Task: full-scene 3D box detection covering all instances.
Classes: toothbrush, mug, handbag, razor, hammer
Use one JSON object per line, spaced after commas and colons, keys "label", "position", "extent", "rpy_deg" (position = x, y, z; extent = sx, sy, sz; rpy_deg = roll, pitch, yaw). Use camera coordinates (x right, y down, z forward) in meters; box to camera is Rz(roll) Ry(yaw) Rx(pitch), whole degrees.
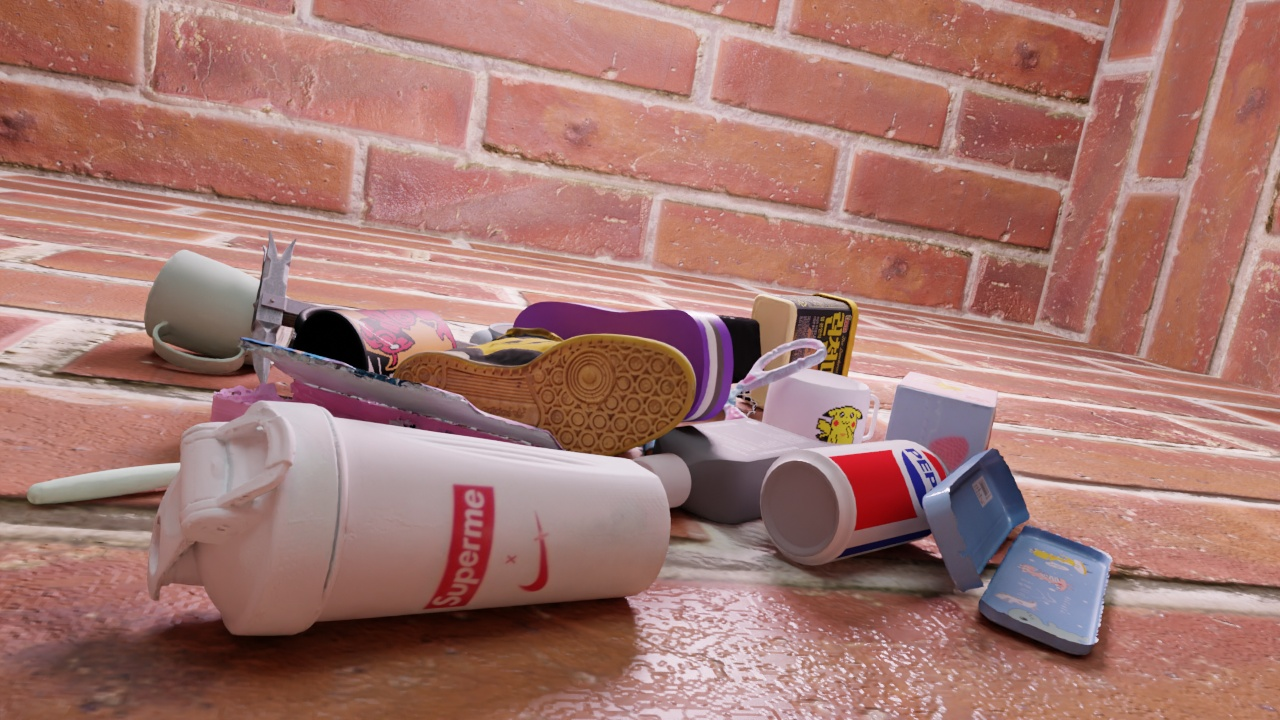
{"label": "toothbrush", "position": [-0.253, 0.064, 0.512], "extent": [0.022, 0.015, 0.154], "rpy_deg": [-21, -12, 39]}
{"label": "mug", "position": [-0.221, -0.009, 0.730], "extent": [0.118, 0.082, 0.098], "rpy_deg": [35, 20, 24]}
{"label": "mug", "position": [0.173, 0.050, 0.859], "extent": [0.115, 0.068, 0.094], "rpy_deg": [6, 11, -21]}
{"label": "handbag", "position": [0.043, 0.013, 0.975], "extent": [0.153, 0.114, 0.125], "rpy_deg": [-2, -8, -38]}
{"label": "razor", "position": [0.006, 0.059, 0.791], "extent": [0.042, 0.022, 0.144], "rpy_deg": [-27, 15, 3]}
{"label": "hammer", "position": [-0.186, -0.008, 0.833], "extent": [0.316, 0.146, 0.028], "rpy_deg": [14, -36, -28]}
{"label": "mug", "position": [-0.365, -0.031, 0.793], "extent": [0.104, 0.084, 0.111], "rpy_deg": [21, 37, -6]}

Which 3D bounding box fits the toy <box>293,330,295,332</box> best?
{"label": "toy", "position": [-0.319, -0.034, 0.973], "extent": [0.105, 0.033, 0.085], "rpy_deg": [8, -4, -24]}

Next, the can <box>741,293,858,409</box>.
{"label": "can", "position": [0.175, -0.009, 1.026], "extent": [0.100, 0.131, 0.072], "rpy_deg": [-1, 14, -37]}

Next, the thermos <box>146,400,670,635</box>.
{"label": "thermos", "position": [-0.093, 0.070, 0.415], "extent": [0.220, 0.099, 0.099], "rpy_deg": [8, 9, -36]}

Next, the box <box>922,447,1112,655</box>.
{"label": "box", "position": [0.243, 0.120, 0.597], "extent": [0.125, 0.043, 0.209], "rpy_deg": [48, 24, 18]}

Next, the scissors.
{"label": "scissors", "position": [0.097, 0.032, 0.813], "extent": [0.176, 0.013, 0.170], "rpy_deg": [-31, 34, -7]}

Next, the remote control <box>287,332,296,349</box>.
{"label": "remote control", "position": [-0.315, -0.014, 0.896], "extent": [0.147, 0.015, 0.033], "rpy_deg": [9, 10, -4]}

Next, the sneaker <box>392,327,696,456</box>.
{"label": "sneaker", "position": [-0.055, 0.020, 0.681], "extent": [0.239, 0.086, 0.122], "rpy_deg": [0, 6, 25]}

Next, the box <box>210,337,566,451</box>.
{"label": "box", "position": [-0.165, 0.034, 0.607], "extent": [0.230, 0.071, 0.084], "rpy_deg": [13, 10, 17]}

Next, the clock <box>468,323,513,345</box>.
{"label": "clock", "position": [-0.114, -0.007, 0.974], "extent": [0.123, 0.045, 0.159], "rpy_deg": [15, 10, 31]}

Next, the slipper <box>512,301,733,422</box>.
{"label": "slipper", "position": [-0.005, 0.004, 0.757], "extent": [0.083, 0.107, 0.267], "rpy_deg": [2, -1, -37]}

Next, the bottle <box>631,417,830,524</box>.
{"label": "bottle", "position": [0.056, 0.078, 0.647], "extent": [0.084, 0.046, 0.173], "rpy_deg": [18, 13, 39]}

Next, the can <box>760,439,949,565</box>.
{"label": "can", "position": [0.143, 0.089, 0.597], "extent": [0.131, 0.070, 0.070], "rpy_deg": [0, 14, -44]}

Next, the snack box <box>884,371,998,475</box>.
{"label": "snack box", "position": [0.249, 0.067, 0.768], "extent": [0.079, 0.093, 0.094], "rpy_deg": [14, 10, 21]}
